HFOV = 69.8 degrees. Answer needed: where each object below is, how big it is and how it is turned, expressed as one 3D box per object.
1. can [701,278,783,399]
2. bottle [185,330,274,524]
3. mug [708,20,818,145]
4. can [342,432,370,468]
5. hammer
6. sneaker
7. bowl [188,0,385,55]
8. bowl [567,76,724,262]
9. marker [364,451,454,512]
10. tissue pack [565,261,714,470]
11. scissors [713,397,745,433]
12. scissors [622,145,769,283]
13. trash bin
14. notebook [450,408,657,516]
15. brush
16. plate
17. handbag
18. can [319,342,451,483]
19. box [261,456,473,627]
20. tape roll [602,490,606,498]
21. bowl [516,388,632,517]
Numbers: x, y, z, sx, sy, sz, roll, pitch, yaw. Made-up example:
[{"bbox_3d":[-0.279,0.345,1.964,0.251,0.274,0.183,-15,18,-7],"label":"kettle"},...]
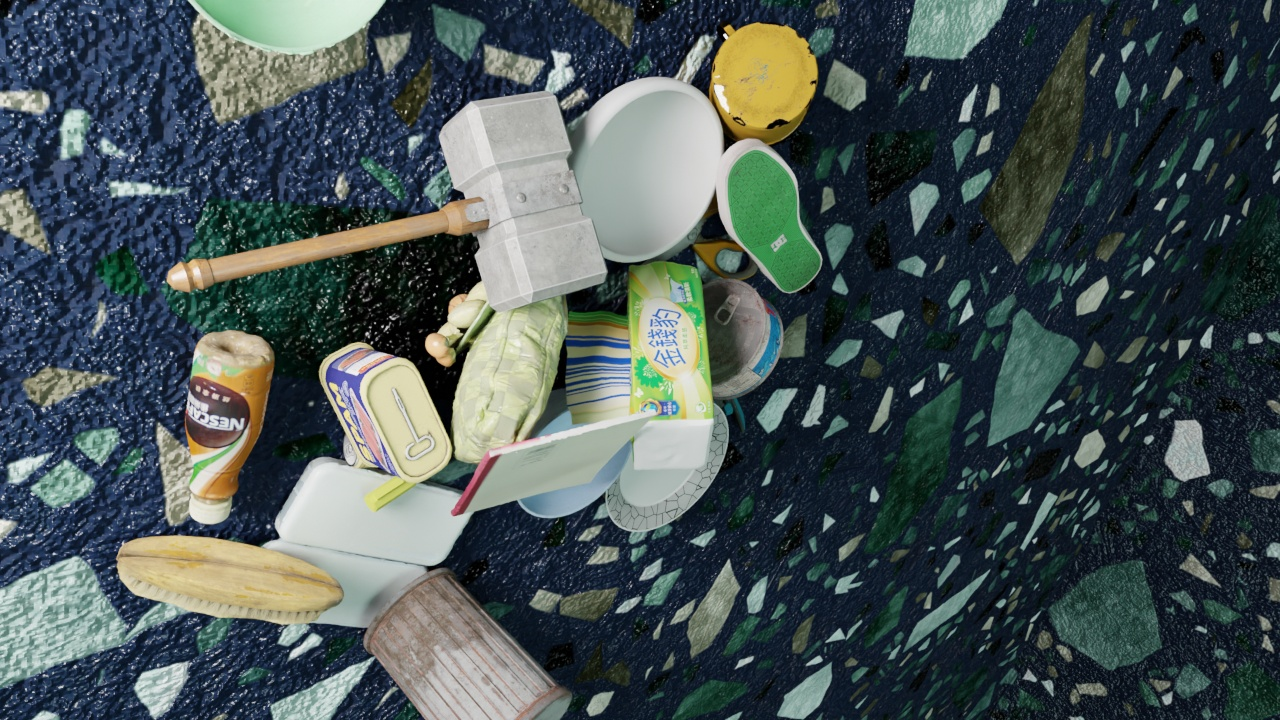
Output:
[{"bbox_3d":[0.092,-0.024,1.028,0.130,0.130,0.044,-54,139,4],"label":"can"},{"bbox_3d":[-0.345,0.059,0.758,0.059,0.059,0.167,-1,120,-41],"label":"bottle"},{"bbox_3d":[0.109,-0.271,0.870,0.100,0.123,0.094,-34,-178,6],"label":"mug"},{"bbox_3d":[-0.241,0.081,0.881,0.079,0.038,0.038,-3,121,-40],"label":"can"},{"bbox_3d":[-0.193,-0.098,0.706,0.316,0.083,0.163,-19,95,-31],"label":"hammer"},{"bbox_3d":[0.121,-0.158,0.963,0.084,0.079,0.235,-39,146,2],"label":"sneaker"},{"bbox_3d":[-0.237,-0.282,0.589,0.150,0.077,0.151,-22,132,-28],"label":"bowl"},{"bbox_3d":[-0.007,-0.185,0.871,0.176,0.066,0.177,-23,132,-28],"label":"bowl"},{"bbox_3d":[-0.219,0.109,0.913,0.123,0.017,0.021,-35,167,-40],"label":"marker"},{"bbox_3d":[-0.005,0.006,0.931,0.141,0.197,0.120,-2,141,-2],"label":"tissue pack"},{"bbox_3d":[0.111,0.054,1.186,0.143,0.019,0.127,17,112,-40],"label":"scissors"},{"bbox_3d":[0.073,-0.154,1.003,0.224,0.016,0.217,8,113,-44],"label":"scissors"},{"bbox_3d":[-0.179,0.337,0.971,0.130,0.211,0.131,-41,157,-22],"label":"trash bin"},{"bbox_3d":[-0.087,0.098,0.848,0.152,0.012,0.209,-12,162,-24],"label":"notebook"},{"bbox_3d":[-0.365,0.198,0.824,0.195,0.059,0.043,21,119,-32],"label":"brush"},{"bbox_3d":[0.030,0.126,1.122,0.188,0.016,0.189,-23,131,-29],"label":"plate"},{"bbox_3d":[-0.136,0.000,0.825,0.117,0.186,0.113,24,143,-13],"label":"handbag"},{"bbox_3d":[-0.222,0.046,0.803,0.056,0.092,0.116,-33,116,-30],"label":"can"},{"bbox_3d":[-0.287,0.194,0.933,0.208,0.037,0.189,29,95,-48],"label":"box"},{"bbox_3d":[-0.003,0.148,1.147,0.093,0.030,0.094,-23,132,-28],"label":"tape roll"},{"bbox_3d":[-0.089,0.088,0.994,0.150,0.075,0.151,-23,132,-29],"label":"bowl"}]
